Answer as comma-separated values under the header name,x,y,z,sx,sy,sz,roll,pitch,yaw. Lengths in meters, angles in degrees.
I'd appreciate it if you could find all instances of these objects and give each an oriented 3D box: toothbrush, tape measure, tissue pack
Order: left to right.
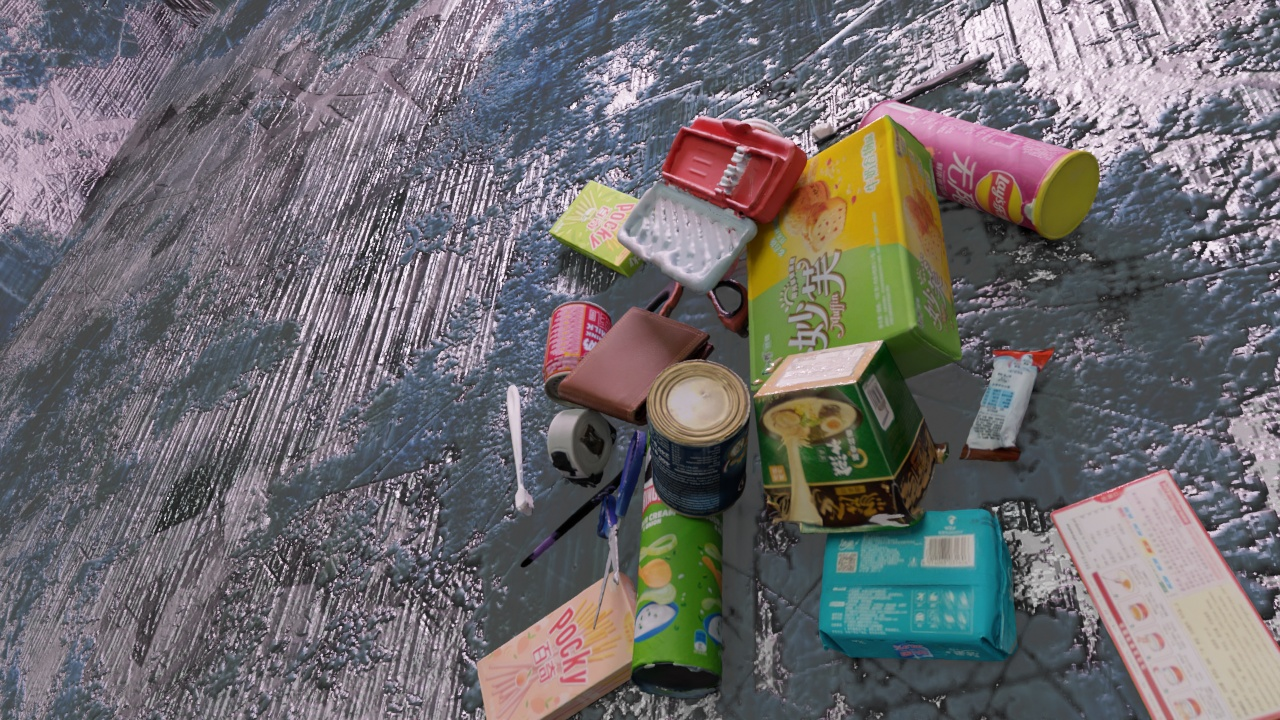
name,x,y,z,sx,sy,sz,roll,pitch,yaw
toothbrush,-0.127,0.089,0.959,0.016,0.016,0.179,-30,41,13
tape measure,-0.057,0.079,0.870,0.034,0.066,0.065,-5,54,34
toothbrush,-0.041,0.132,0.855,0.189,0.014,0.016,-42,45,4
toothbrush,0.259,-0.266,0.934,0.181,0.018,0.015,-21,44,23
tissue pack,0.184,0.154,0.628,0.134,0.050,0.093,-9,53,34

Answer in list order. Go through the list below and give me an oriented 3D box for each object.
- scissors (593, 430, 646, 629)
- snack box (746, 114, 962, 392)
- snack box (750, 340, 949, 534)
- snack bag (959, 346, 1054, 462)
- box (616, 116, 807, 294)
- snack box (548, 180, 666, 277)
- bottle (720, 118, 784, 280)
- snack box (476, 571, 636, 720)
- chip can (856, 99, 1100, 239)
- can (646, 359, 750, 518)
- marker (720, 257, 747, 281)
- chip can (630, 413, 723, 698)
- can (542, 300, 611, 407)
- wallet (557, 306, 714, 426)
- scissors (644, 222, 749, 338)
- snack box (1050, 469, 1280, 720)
name,x,y,z,sx,sy,sz,roll,pitch,yaw
scissors,-0.021,0.137,0.769,0.174,0.012,0.162,159,128,-80
snack box,0.169,-0.077,0.766,0.158,0.070,0.209,-25,51,41
snack box,0.146,0.050,0.666,0.118,0.105,0.118,-10,19,32
snack bag,0.270,0.030,0.677,0.048,0.026,0.104,0,58,46
box,0.060,-0.149,0.859,0.158,0.039,0.201,-60,31,8
snack box,-0.036,-0.156,1.073,0.085,0.026,0.156,-51,42,-6
bottle,0.097,-0.160,0.919,0.068,0.068,0.196,-9,44,33
snack box,-0.064,0.252,0.767,0.157,0.026,0.084,-36,42,10
chip can,0.283,-0.171,0.796,0.071,0.071,0.210,-48,41,-3
can,0.043,0.060,0.687,0.075,0.111,0.075,-2,54,3
marker,0.143,-0.105,0.883,0.145,0.017,0.017,-18,48,18
chip can,0.034,0.144,0.742,0.072,0.072,0.235,-17,49,28
can,-0.065,-0.006,0.944,0.067,0.066,0.093,-18,47,27
wallet,-0.005,0.005,0.869,0.101,0.032,0.124,21,56,37
scissors,0.053,-0.080,0.950,0.189,0.015,0.225,-34,41,12
snack box,0.316,0.146,0.547,0.077,0.027,0.155,-27,45,19
